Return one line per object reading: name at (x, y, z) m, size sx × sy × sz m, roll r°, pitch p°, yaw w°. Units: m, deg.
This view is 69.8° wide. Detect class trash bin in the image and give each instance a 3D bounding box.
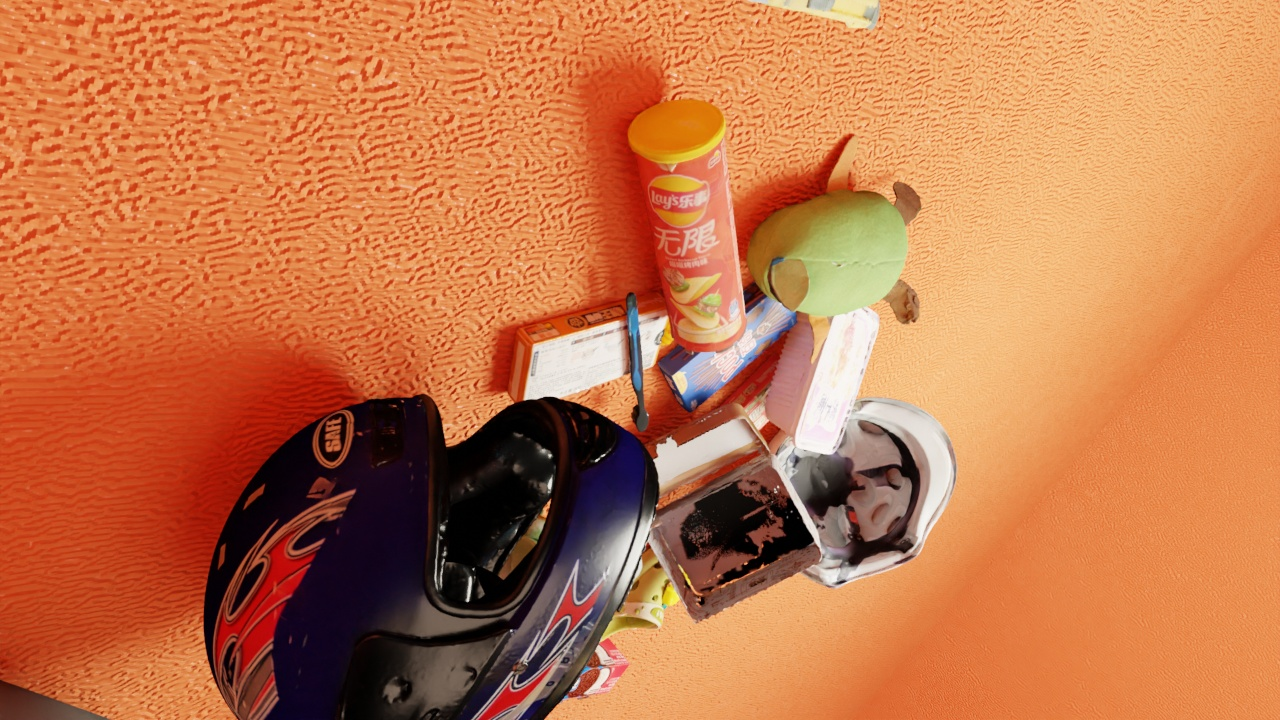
trash bin at (-0.452, 0.322, 0.602) m, size 0.199 × 0.198 × 0.220 m, roll -36°, pitch 154°, yaw -9°

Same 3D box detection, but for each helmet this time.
helmet at (0.263, 0.157, 1.194) m, size 0.258 × 0.229 × 0.146 m, roll -34°, pitch -172°, yaw -7°
helmet at (-0.165, 0.141, 0.654) m, size 0.240 × 0.247 × 0.316 m, roll 30°, pitch 102°, yaw -30°

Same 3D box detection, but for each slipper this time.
slipper at (0.002, 0.314, 1.182) m, size 0.190 × 0.081 × 0.092 m, roll -38°, pitch 150°, yaw -6°

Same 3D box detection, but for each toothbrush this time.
toothbrush at (-0.005, 0.005, 0.837) m, size 0.014 × 0.016 × 0.190 m, roll -24°, pitch 141°, yaw -16°

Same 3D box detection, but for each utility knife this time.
utility knife at (0.131, -0.281, 0.712) m, size 0.195 × 0.020 × 0.031 m, roll -6°, pitch 126°, yaw -38°

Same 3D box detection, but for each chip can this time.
chip can at (0.044, -0.101, 0.741) m, size 0.073 × 0.073 × 0.217 m, roll -34°, pitch 140°, yaw -16°

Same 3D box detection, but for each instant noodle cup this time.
instant noodle cup at (0.200, 0.013, 1.034) m, size 0.138 × 0.060 × 0.173 m, roll 17°, pitch 93°, yaw -56°

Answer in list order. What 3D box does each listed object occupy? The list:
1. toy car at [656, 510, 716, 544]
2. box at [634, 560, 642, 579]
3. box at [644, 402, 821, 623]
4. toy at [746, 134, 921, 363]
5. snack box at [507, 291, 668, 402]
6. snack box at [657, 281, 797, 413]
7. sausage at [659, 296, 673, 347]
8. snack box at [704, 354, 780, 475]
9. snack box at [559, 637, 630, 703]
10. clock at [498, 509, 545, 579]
toy car at (0.068, 0.206, 1.173) m, size 0.120 × 0.036 × 0.054 m, roll 4°, pitch 126°, yaw -37°
box at (-0.098, 0.257, 1.017) m, size 0.201 × 0.095 × 0.102 m, roll -36°, pitch 174°, yaw -16°
box at (0.081, 0.162, 1.044) m, size 0.179 × 0.130 × 0.272 m, roll -28°, pitch 120°, yaw 9°
toy at (0.197, -0.106, 0.906) m, size 0.246 × 0.090 × 0.227 m, roll -6°, pitch 105°, yaw -39°
snack box at (-0.043, -0.010, 0.811) m, size 0.153 × 0.026 × 0.075 m, roll -18°, pitch 139°, yaw -35°
snack box at (0.093, -0.019, 0.951) m, size 0.157 × 0.026 × 0.084 m, roll -40°, pitch 147°, yaw -7°
sausage at (0.037, -0.075, 0.831) m, size 0.021 × 0.021 × 0.165 m, roll -17°, pitch 139°, yaw -36°
snack box at (0.120, 0.065, 1.078) m, size 0.153 × 0.025 × 0.075 m, roll -44°, pitch 147°, yaw 0°
snack box at (-0.099, 0.401, 1.189) m, size 0.058 × 0.057 × 0.207 m, roll -54°, pitch 146°, yaw 10°
clock at (-0.114, 0.220, 0.916) m, size 0.161 × 0.116 × 0.056 m, roll -43°, pitch 159°, yaw 5°
